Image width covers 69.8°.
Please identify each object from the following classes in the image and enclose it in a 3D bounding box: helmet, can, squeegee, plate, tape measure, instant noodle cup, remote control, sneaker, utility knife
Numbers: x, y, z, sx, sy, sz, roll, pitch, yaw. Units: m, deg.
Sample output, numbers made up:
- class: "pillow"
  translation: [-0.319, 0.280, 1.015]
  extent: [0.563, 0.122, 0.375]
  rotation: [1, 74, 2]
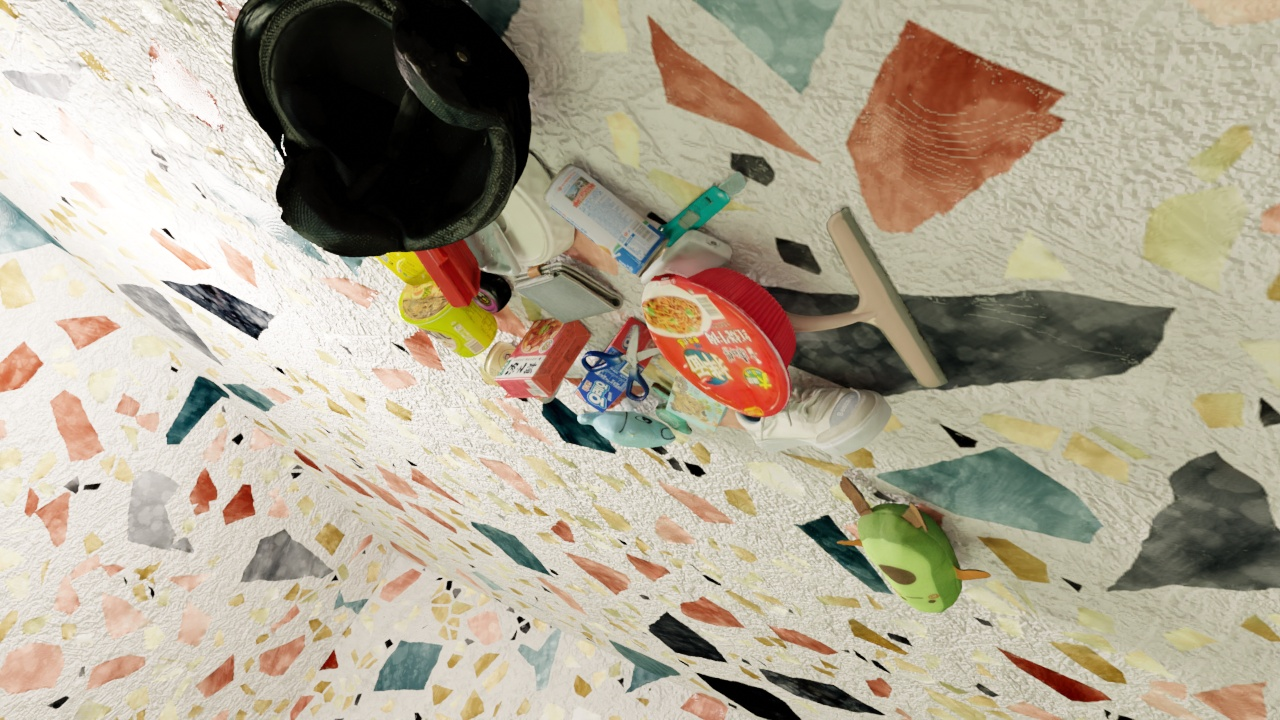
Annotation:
- class: "helmet"
  translation: [-0.229, -0.239, 0.858]
  extent: [0.274, 0.229, 0.234]
  rotation: [42, 122, -14]
- class: "can"
  translation: [-0.037, -0.150, 0.981]
  extent: [0.134, 0.053, 0.053]
  rotation: [39, 154, 1]
- class: "squeegee"
  translation: [0.162, -0.046, 0.974]
  extent: [0.250, 0.040, 0.247]
  rotation: [1, 141, 48]
- class: "plate"
  translation: [-0.173, -0.188, 1.088]
  extent: [0.205, 0.045, 0.205]
  rotation: [25, 153, 13]
- class: "can"
  translation: [-0.183, 0.018, 1.437]
  extent: [0.116, 0.058, 0.059]
  rotation: [26, 153, 12]
- class: "tape measure"
  translation: [-0.210, -0.098, 1.290]
  extent: [0.057, 0.039, 0.058]
  rotation: [25, 148, 15]
- class: "instant noodle cup"
  translation: [-0.274, -0.067, 1.348]
  extent: [0.112, 0.111, 0.123]
  rotation: [14, 157, 34]
- class: "instant noodle cup"
  translation: [0.094, -0.030, 0.977]
  extent: [0.194, 0.065, 0.194]
  rotation: [35, 155, 19]
- class: "remote control"
  translation: [0.049, -0.104, 1.008]
  extent: [0.056, 0.020, 0.136]
  rotation: [21, 157, -16]
- class: "sneaker"
  translation: [0.191, 0.055, 1.072]
  extent: [0.091, 0.089, 0.243]
  rotation: [44, 158, -14]
- class: "utility knife"
  translation: [0.057, -0.150, 0.937]
  extent: [0.029, 0.013, 0.187]
  rotation: [38, 153, -11]

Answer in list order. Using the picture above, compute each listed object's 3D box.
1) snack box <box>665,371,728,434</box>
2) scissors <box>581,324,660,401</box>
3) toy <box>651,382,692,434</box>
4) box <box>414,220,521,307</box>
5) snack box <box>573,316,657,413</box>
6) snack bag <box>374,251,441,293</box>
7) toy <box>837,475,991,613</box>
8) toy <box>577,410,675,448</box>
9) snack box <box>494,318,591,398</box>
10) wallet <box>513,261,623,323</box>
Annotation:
- class: "snack box"
  translation: [0.085, 0.028, 1.169]
  extent: [0.074, 0.051, 0.175]
  rotation: [29, 154, 9]
- class: "scissors"
  translation: [-0.019, 0.001, 1.156]
  extent: [0.163, 0.012, 0.162]
  rotation: [13, 145, 28]
- class: "toy"
  translation: [0.049, 0.066, 1.300]
  extent: [0.096, 0.030, 0.092]
  rotation: [34, 150, -8]
- class: "box"
  translation: [-0.212, -0.162, 1.059]
  extent: [0.099, 0.095, 0.201]
  rotation: [-12, 136, 15]
- class: "snack box"
  translation: [-0.034, 0.011, 1.264]
  extent: [0.057, 0.058, 0.208]
  rotation: [34, 154, -4]
- class: "snack bag"
  translation: [-0.343, -0.197, 1.214]
  extent: [0.246, 0.068, 0.158]
  rotation: [40, 152, -7]
- class: "toy"
  translation: [0.357, 0.256, 1.224]
  extent: [0.227, 0.089, 0.247]
  rotation: [9, 143, 50]
- class: "toy"
  translation: [-0.022, 0.098, 1.356]
  extent: [0.161, 0.050, 0.156]
  rotation: [8, -173, 11]
- class: "snack box"
  translation: [-0.145, -0.003, 1.297]
  extent: [0.127, 0.113, 0.044]
  rotation: [-4, 138, 51]
- class: "wallet"
  translation: [-0.097, -0.092, 1.182]
  extent: [0.106, 0.037, 0.130]
  rotation: [34, 157, -28]
